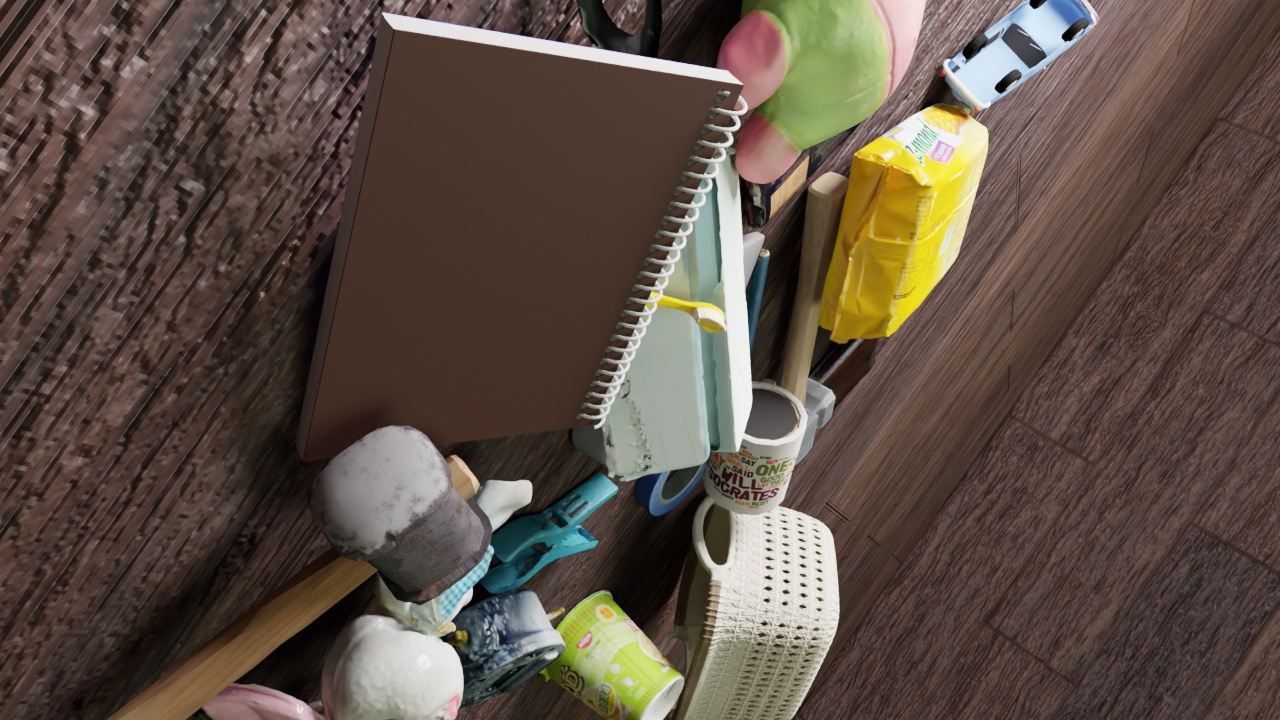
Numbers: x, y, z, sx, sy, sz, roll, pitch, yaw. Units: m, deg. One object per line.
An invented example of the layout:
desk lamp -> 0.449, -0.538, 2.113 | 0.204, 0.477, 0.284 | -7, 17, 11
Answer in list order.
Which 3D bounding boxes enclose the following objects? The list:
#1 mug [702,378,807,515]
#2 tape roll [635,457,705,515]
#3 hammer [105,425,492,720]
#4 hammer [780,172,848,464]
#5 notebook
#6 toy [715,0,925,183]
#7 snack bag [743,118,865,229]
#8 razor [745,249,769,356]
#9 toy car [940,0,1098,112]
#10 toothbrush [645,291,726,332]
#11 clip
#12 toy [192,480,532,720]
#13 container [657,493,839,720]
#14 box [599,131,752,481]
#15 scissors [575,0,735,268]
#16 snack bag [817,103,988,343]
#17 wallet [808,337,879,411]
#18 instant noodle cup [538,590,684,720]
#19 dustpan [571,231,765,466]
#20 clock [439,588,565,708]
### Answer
mug -> 0.100, 0.066, 0.796 | 0.105, 0.073, 0.090 | -68, 169, -47
tape roll -> 0.033, 0.093, 0.806 | 0.092, 0.016, 0.091 | -40, 150, -28
hammer -> -0.209, 0.152, 0.413 | 0.328, 0.052, 0.098 | -38, 154, -14
hammer -> 0.148, -0.024, 0.832 | 0.117, 0.051, 0.324 | -40, 148, -33
notebook -> -0.055, -0.042, 0.422 | 0.171, 0.022, 0.210 | -4, 133, -36
toy -> 0.122, -0.214, 0.515 | 0.236, 0.097, 0.192 | -59, 162, -12
snack bag -> 0.126, -0.165, 0.657 | 0.155, 0.018, 0.075 | -46, 152, -18
razor -> 0.086, -0.028, 0.750 | 0.042, 0.022, 0.144 | -32, 146, -40
toy car -> 0.334, -0.277, 0.814 | 0.153, 0.056, 0.055 | -37, 172, -11
toothbrush -> -0.011, -0.038, 0.495 | 0.135, 0.016, 0.021 | 16, 122, -23
clip -> -0.074, 0.142, 0.680 | 0.126, 0.028, 0.113 | -10, 127, -56
toy -> -0.125, 0.152, 0.517 | 0.205, 0.106, 0.131 | -48, 156, -11
container -> 0.099, 0.250, 0.905 | 0.184, 0.143, 0.247 | -82, -178, -49
box -> 0.022, -0.029, 0.559 | 0.125, 0.075, 0.198 | -17, 121, -17
scissors -> -0.042, -0.103, 0.419 | 0.203, 0.015, 0.202 | -35, 131, -17
snack bag -> 0.229, -0.118, 0.779 | 0.246, 0.068, 0.160 | -37, 142, -49
wallet -> 0.227, 0.013, 1.026 | 0.099, 0.031, 0.120 | -46, 154, -11
instant noodle cup -> -0.022, 0.281, 0.834 | 0.098, 0.108, 0.099 | -40, 150, -30
dustpan -> -0.004, 0.004, 0.631 | 0.256, 0.033, 0.163 | -31, 145, -55
clock -> -0.110, 0.202, 0.633 | 0.090, 0.052, 0.129 | -43, 154, 26
